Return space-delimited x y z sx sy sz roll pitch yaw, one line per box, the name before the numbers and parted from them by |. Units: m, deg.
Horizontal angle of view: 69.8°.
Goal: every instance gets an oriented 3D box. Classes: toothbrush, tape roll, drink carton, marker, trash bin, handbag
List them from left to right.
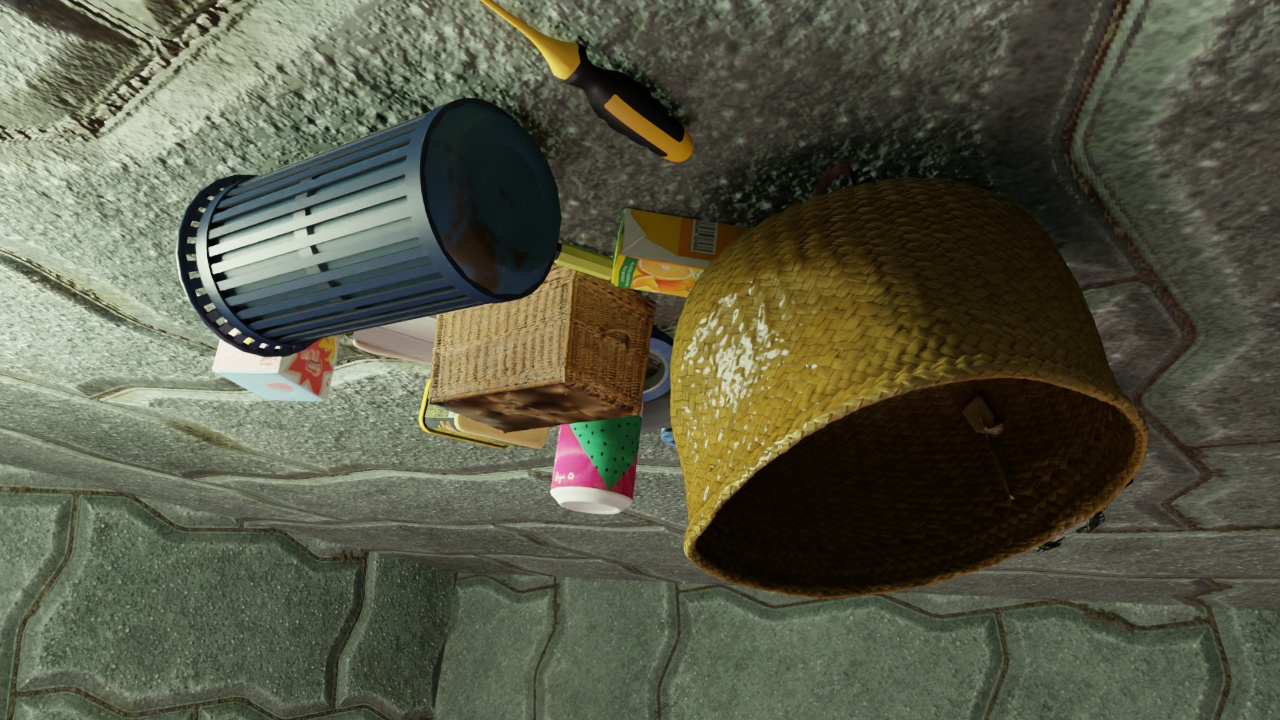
trash bin | -0.183 -0.087 0.631 0.250 0.139 0.139 -8 156 32
toothbrush | -0.247 0.001 1.076 0.181 0.015 0.018 16 164 -25
marker | -0.080 -0.092 0.755 0.123 0.017 0.021 16 158 -21
toothbrush | -0.038 -0.167 0.519 0.196 0.031 0.031 28 121 -38
tape roll | -0.006 0.006 0.938 0.091 0.016 0.093 15 128 -18
drink carton | 0.042 -0.079 0.718 0.122 0.041 0.058 8 161 -5
handbag | 0.135 -0.101 0.655 0.055 0.029 0.120 4 155 3

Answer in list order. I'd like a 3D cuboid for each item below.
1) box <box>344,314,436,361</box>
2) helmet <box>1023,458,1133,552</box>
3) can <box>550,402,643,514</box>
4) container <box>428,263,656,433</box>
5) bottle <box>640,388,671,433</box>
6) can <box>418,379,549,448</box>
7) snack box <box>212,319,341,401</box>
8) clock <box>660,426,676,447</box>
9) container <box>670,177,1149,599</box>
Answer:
box | -0.207 -0.021 0.993 0.209 0.023 0.127 19 159 -29
helmet | 0.359 0.111 0.941 0.271 0.166 0.218 5 144 -31
can | -0.044 0.079 1.001 0.088 0.165 0.088 6 161 2
container | -0.095 -0.007 0.859 0.199 0.112 0.113 -11 154 38
bottle | 0.040 0.048 1.043 0.072 0.046 0.162 -23 -177 -39
can | -0.185 0.064 1.114 0.130 0.072 0.101 17 168 -34
snack box | -0.371 -0.016 0.950 0.079 0.094 0.093 2 159 14
clock | 0.081 0.078 1.127 0.088 0.051 0.126 23 155 -37
container | 0.174 0.024 0.656 0.307 0.196 0.308 -5 146 -3
